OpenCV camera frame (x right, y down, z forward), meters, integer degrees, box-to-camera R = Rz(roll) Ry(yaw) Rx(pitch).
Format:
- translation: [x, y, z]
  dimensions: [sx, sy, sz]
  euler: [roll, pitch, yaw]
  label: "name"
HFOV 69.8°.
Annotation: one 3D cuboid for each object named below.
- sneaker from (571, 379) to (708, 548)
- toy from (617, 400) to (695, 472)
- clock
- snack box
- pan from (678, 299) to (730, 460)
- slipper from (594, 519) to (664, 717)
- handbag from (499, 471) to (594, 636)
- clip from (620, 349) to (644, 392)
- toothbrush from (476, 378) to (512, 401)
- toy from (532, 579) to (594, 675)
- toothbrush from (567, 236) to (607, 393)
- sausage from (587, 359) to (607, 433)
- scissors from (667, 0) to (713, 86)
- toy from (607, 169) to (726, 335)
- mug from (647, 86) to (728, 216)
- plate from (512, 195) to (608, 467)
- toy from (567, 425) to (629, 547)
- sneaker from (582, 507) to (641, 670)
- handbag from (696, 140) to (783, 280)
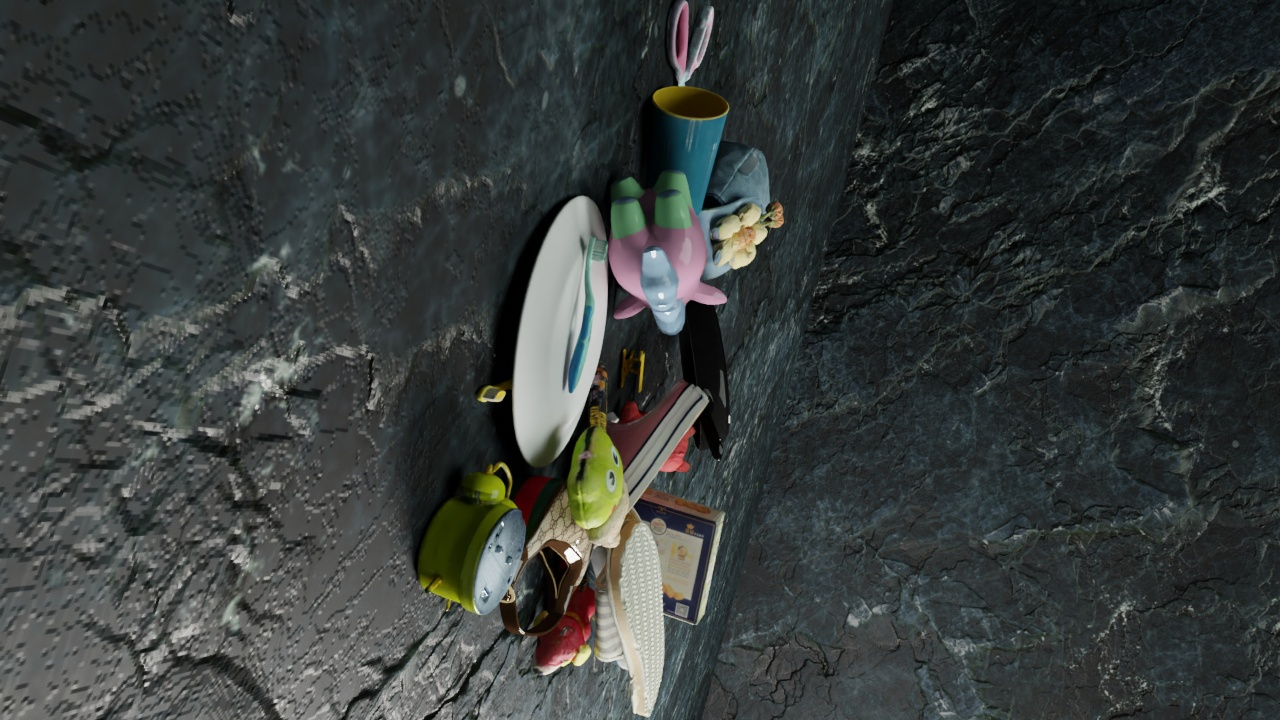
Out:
- translation: [-0.031, 0.109, 0.958]
  dimensions: [0.241, 0.088, 0.118]
  euler: [-52, 175, -3]
  label: "sneaker"
- translation: [0.011, 0.098, 1.074]
  dimensions: [0.132, 0.094, 0.088]
  euler: [-19, 124, -71]
  label: "toy"
- translation: [-0.121, 0.134, 0.701]
  dimensions: [0.083, 0.057, 0.118]
  euler: [79, 30, -56]
  label: "clock"
- translation: [0.022, 0.238, 1.148]
  dimensions: [0.042, 0.144, 0.145]
  euler: [-26, 129, -66]
  label: "snack box"
- translation: [0.083, 0.037, 1.107]
  dimensions: [0.355, 0.044, 0.204]
  euler: [-102, -174, -71]
  label: "pan"
- translation: [-0.010, 0.287, 1.013]
  dimensions: [0.114, 0.054, 0.273]
  euler: [-58, 147, -47]
  label: "slipper"
- translation: [-0.090, 0.174, 0.819]
  dimensions: [0.166, 0.063, 0.138]
  euler: [61, 35, -64]
  label: "handbag"
- translation: [-0.004, 0.007, 1.060]
  dimensions: [0.048, 0.045, 0.054]
  euler: [-25, 130, -39]
  label: "clip"
- translation: [-0.097, 0.015, 0.756]
  dimensions: [0.135, 0.016, 0.021]
  euler: [-32, 130, -68]
  label: "toothbrush"
- translation: [-0.076, 0.290, 1.007]
  dimensions: [0.137, 0.067, 0.105]
  euler: [18, 89, -82]
  label: "toy"
- translation: [-0.045, -0.037, 0.781]
  dimensions: [0.022, 0.017, 0.135]
  euler: [-36, 135, -82]
  label: "toothbrush"
- translation: [-0.043, 0.067, 0.910]
  dimensions: [0.020, 0.020, 0.155]
  euler: [79, 8, -58]
  label: "sausage"
- translation: [0.051, -0.317, 0.985]
  dimensions: [0.171, 0.014, 0.168]
  euler: [87, 23, -47]
  label: "scissors"
- translation: [0.019, -0.090, 0.876]
  dimensions: [0.221, 0.120, 0.171]
  euler: [-89, 170, -65]
  label: "toy"
- translation: [0.042, -0.210, 0.948]
  dimensions: [0.077, 0.078, 0.122]
  euler: [-58, 162, -49]
  label: "mug"
- translation: [-0.060, -0.023, 0.814]
  dimensions: [0.242, 0.016, 0.242]
  euler: [11, 89, -78]
  label: "plate"
- translation: [-0.035, 0.119, 0.810]
  dimensions: [0.092, 0.043, 0.118]
  euler: [-80, 161, -49]
  label: "toy"
- translation: [-0.037, 0.264, 1.102]
  dimensions: [0.087, 0.079, 0.236]
  euler: [-38, 123, -54]
  label: "sneaker"
- translation: [0.116, -0.186, 1.138]
  dimensions: [0.191, 0.119, 0.122]
  euler: [-53, 147, -42]
  label: "handbag"
